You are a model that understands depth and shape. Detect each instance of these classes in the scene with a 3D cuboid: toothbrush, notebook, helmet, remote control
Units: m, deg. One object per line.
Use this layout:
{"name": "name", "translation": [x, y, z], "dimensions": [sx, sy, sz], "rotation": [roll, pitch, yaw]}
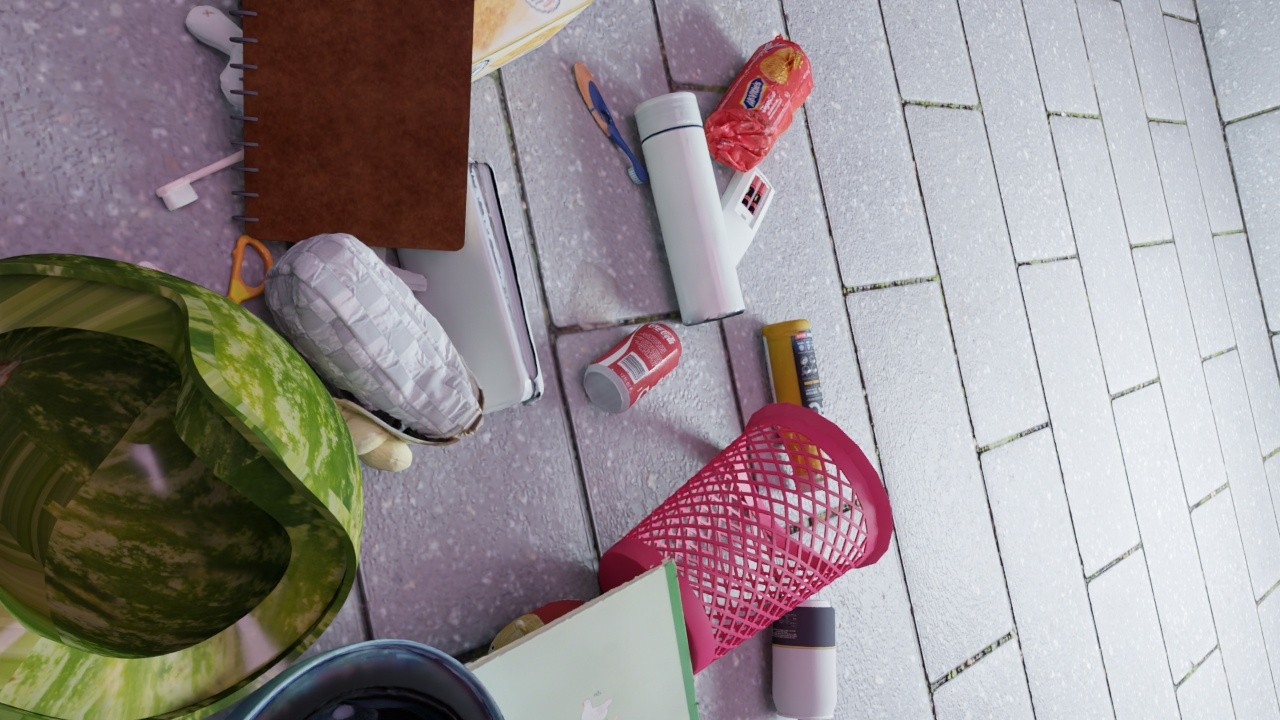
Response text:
{"name": "toothbrush", "translation": [-0.281, -0.160, 0.694], "dimensions": [0.180, 0.016, 0.018], "rotation": [-43, 115, -36]}
{"name": "notebook", "translation": [-0.208, -0.197, 0.664], "dimensions": [0.167, 0.024, 0.225], "rotation": [2, 102, -11]}
{"name": "helmet", "translation": [-0.277, 0.063, 0.508], "dimensions": [0.213, 0.247, 0.243], "rotation": [-44, 152, -10]}
{"name": "notebook", "translation": [-0.032, 0.291, 0.717], "dimensions": [0.181, 0.010, 0.253], "rotation": [-22, 120, -23]}
{"name": "helmet", "translation": [-0.198, 0.304, 0.568], "dimensions": [0.225, 0.167, 0.265], "rotation": [26, 68, -36]}
{"name": "toothbrush", "translation": [-0.031, -0.236, 0.918], "dimensions": [0.021, 0.017, 0.135], "rotation": [-41, 105, -41]}
{"name": "remote control", "translation": [0.108, -0.158, 1.010], "dimensions": [0.049, 0.024, 0.143], "rotation": [43, 57, -25]}

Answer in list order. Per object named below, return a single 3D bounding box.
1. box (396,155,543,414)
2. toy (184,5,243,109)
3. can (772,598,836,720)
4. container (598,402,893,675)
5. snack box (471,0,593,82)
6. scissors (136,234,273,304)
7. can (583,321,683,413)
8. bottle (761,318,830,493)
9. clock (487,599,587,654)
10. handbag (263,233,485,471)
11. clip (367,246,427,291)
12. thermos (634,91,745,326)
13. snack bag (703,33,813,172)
{"name": "box", "translation": [-0.119, -0.062, 0.765], "dimensions": [0.109, 0.108, 0.216], "rotation": [-16, 92, -57]}
{"name": "toy", "translation": [-0.277, -0.217, 0.686], "dimensions": [0.075, 0.037, 0.125], "rotation": [-31, 89, -31]}
{"name": "can", "translation": [0.167, 0.311, 0.939], "dimensions": [0.064, 0.064, 0.127], "rotation": [12, 74, -38]}
{"name": "container", "translation": [0.086, 0.170, 0.842], "dimensions": [0.225, 0.184, 0.183], "rotation": [-30, 100, -32]}
{"name": "snack box", "translation": [-0.139, -0.277, 0.776], "dimensions": [0.207, 0.104, 0.057], "rotation": [-43, 108, -36]}
{"name": "scissors", "translation": [-0.303, -0.034, 0.652], "dimensions": [0.129, 0.011, 0.125], "rotation": [14, 71, -36]}
{"name": "can", "translation": [-0.005, 0.005, 0.864], "dimensions": [0.096, 0.054, 0.054], "rotation": [-39, 106, -38]}
{"name": "bottle", "translation": [0.174, 0.050, 1.004], "dimensions": [0.053, 0.053, 0.186], "rotation": [-6, 85, -40]}
{"name": "clock", "translation": [-0.050, 0.258, 0.751], "dimensions": [0.158, 0.081, 0.117], "rotation": [22, 97, -37]}
{"name": "handbag", "translation": [-0.207, -0.001, 0.656], "dimensions": [0.123, 0.113, 0.171], "rotation": [-46, 116, -25]}
{"name": "clip", "translation": [-0.216, -0.085, 0.712], "dimensions": [0.101, 0.038, 0.054], "rotation": [5, 73, -22]}
{"name": "thermos", "translation": [0.050, -0.153, 0.933], "dimensions": [0.067, 0.068, 0.230], "rotation": [-14, 90, -41]}
{"name": "snack bag", "translation": [0.134, -0.285, 1.024], "dimensions": [0.082, 0.082, 0.176], "rotation": [46, 57, -24]}
